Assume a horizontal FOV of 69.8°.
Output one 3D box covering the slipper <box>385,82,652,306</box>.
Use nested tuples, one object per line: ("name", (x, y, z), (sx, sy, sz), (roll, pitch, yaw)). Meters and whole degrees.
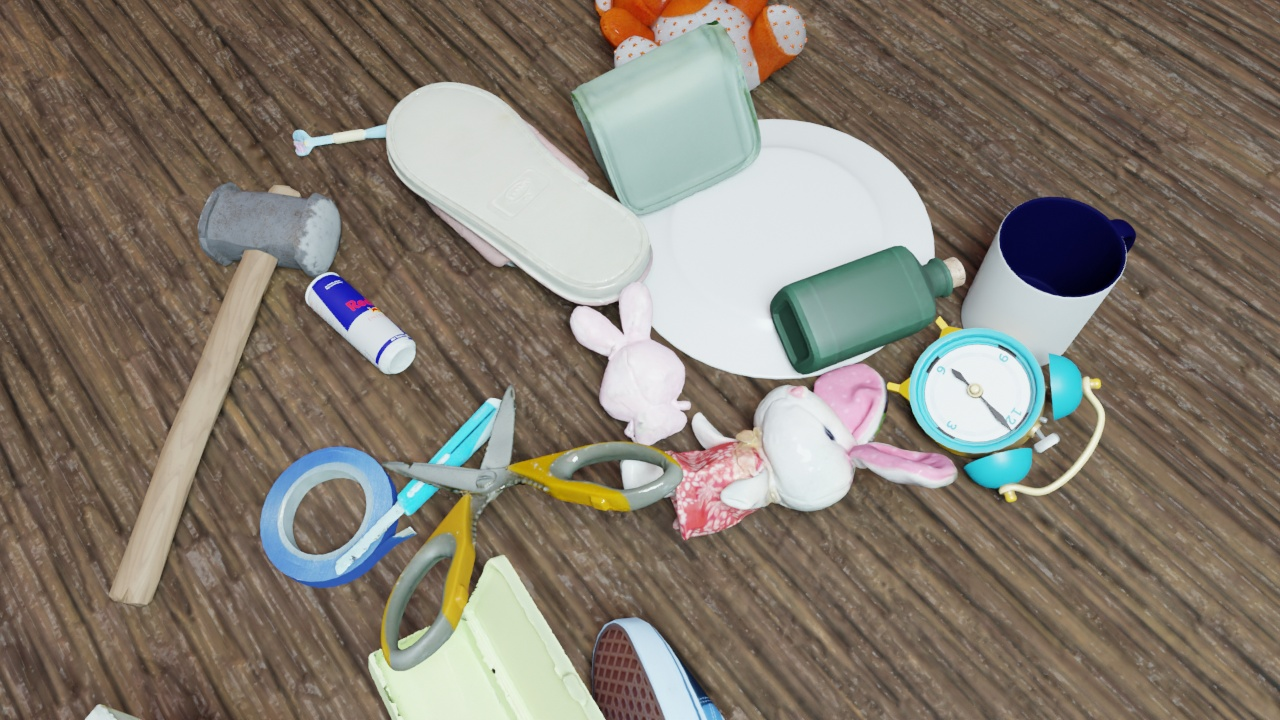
("slipper", (-0.099, -0.129, 0.718), (0.114, 0.054, 0.274), (-41, 64, -16))

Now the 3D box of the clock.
("clock", (0.235, 0.029, 0.608), (0.129, 0.043, 0.099), (38, 94, 28))

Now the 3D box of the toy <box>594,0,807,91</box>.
("toy", (0.039, -0.293, 0.772), (0.163, 0.093, 0.172), (-20, 62, -5))

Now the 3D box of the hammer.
("hammer", (-0.312, 0.012, 0.669), (0.098, 0.052, 0.327), (8, 67, 8))

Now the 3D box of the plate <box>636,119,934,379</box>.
("plate", (0.104, -0.098, 0.708), (0.242, 0.016, 0.242), (-2, 63, 3))

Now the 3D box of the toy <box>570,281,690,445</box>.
("toy", (-0.004, 0.004, 0.639), (0.063, 0.047, 0.110), (-22, 87, 3))

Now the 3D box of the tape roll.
("tape roll", (-0.211, 0.106, 0.626), (0.091, 0.016, 0.093), (-32, 65, -12))

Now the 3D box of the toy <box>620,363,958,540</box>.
("toy", (0.085, 0.061, 0.589), (0.194, 0.084, 0.159), (-13, 24, 2))

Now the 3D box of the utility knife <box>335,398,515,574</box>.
("utility knife", (-0.143, 0.084, 0.620), (0.022, 0.015, 0.161), (29, 60, 20))

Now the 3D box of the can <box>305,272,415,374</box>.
("can", (-0.209, -0.028, 0.686), (0.095, 0.032, 0.032), (38, 71, 21))

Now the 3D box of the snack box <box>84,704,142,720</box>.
("snack box", (-0.208, 0.252, 0.442), (0.057, 0.208, 0.104), (19, 64, 33))

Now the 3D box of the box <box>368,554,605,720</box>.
("box", (-0.070, 0.223, 0.530), (0.127, 0.066, 0.188), (-42, 65, 7))

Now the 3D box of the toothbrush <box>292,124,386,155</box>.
("toothbrush", (-0.220, -0.196, 0.783), (0.155, 0.016, 0.022), (-8, 95, 1))

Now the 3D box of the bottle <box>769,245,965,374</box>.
("bottle", (0.163, -0.041, 0.636), (0.131, 0.061, 0.061), (-20, 82, -9))

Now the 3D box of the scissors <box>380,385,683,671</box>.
("scissors", (-0.089, 0.091, 0.559), (0.226, 0.016, 0.229), (1, 43, 29))

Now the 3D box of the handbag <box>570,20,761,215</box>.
("handbag", (0.021, -0.185, 0.698), (0.122, 0.106, 0.067), (-26, 46, -1))

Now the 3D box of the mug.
("mug", (0.286, -0.058, 0.629), (0.112, 0.097, 0.078), (-25, 64, -9))

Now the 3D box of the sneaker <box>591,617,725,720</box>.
("sneaker", (0.056, 0.251, 0.514), (0.098, 0.084, 0.241), (-3, 47, -38))
